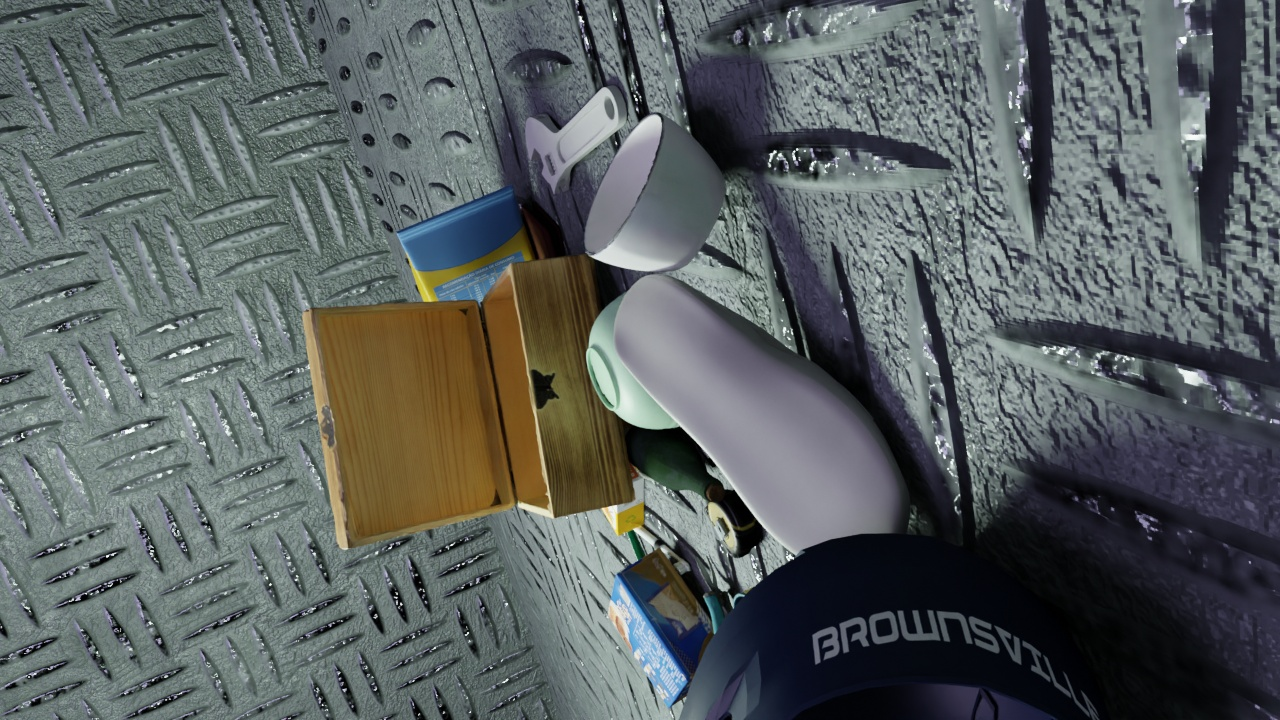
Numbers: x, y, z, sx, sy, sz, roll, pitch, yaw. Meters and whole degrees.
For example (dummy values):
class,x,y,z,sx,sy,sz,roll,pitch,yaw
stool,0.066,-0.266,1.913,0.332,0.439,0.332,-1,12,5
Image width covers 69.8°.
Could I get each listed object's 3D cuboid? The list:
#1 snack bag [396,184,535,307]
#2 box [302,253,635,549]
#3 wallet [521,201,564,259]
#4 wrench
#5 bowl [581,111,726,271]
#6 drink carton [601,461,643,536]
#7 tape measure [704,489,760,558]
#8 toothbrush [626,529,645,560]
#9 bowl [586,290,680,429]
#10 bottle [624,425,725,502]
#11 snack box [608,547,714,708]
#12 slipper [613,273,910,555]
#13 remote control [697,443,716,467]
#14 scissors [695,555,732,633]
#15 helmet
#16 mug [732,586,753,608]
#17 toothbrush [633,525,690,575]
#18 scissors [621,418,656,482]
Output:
class,x,y,z,sx,sy,sz,roll,pitch,yaw
snack bag,-0.222,-0.136,1.204,0.102,0.159,0.205,60,168,26
box,-0.213,0.054,1.066,0.284,0.323,0.279,159,99,-74
wallet,-0.117,-0.135,1.164,0.091,0.018,0.116,48,155,45
wrench,-0.068,-0.230,0.914,0.274,0.018,0.087,-7,103,70
bowl,0.013,-0.116,0.674,0.117,0.065,0.116,-50,26,36
drink carton,-0.027,0.172,1.221,0.058,0.040,0.123,55,158,35
tape measure,0.088,0.156,0.887,0.061,0.034,0.061,59,158,23
toothbrush,-0.013,0.243,1.304,0.190,0.016,0.017,68,158,-1
bowl,-0.005,0.005,0.911,0.151,0.077,0.151,55,157,36
bottle,0.039,0.107,0.933,0.174,0.055,0.055,27,136,64
snack box,0.031,0.350,1.187,0.155,0.069,0.203,52,159,21
slipper,0.092,0.035,0.665,0.266,0.080,0.113,42,116,23
remote control,0.067,0.051,0.861,0.030,0.009,0.140,55,158,34
scissors,0.097,0.291,1.007,0.124,0.019,0.153,49,-157,-33
helmet,0.135,0.229,0.520,0.222,0.232,0.272,-59,-20,-77
mug,0.130,0.191,0.690,0.083,0.107,0.114,63,161,9
toothbrush,0.019,0.243,1.210,0.187,0.017,0.012,21,132,65
scissors,-0.033,0.074,1.117,0.217,0.016,0.225,19,116,51
